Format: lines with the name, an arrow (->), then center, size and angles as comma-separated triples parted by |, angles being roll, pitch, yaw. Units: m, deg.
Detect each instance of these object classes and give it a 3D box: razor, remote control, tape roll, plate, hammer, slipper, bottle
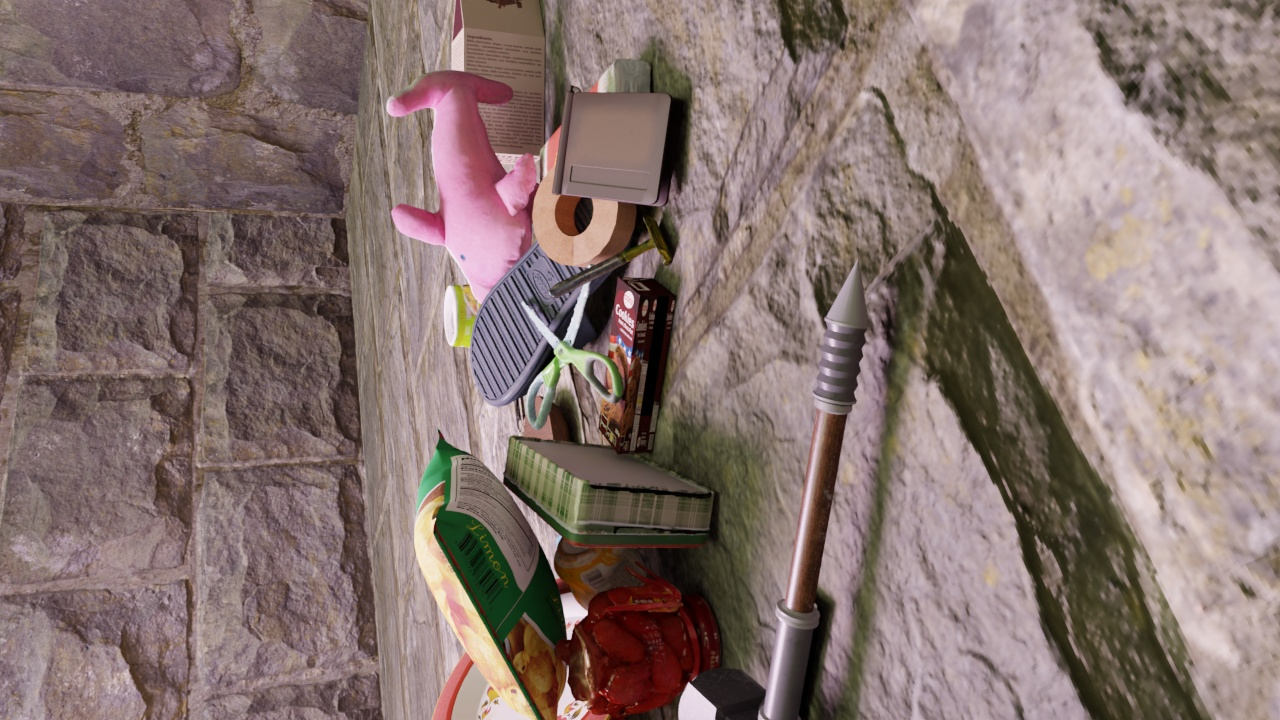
razor -> -0.028, -0.078, 0.759 | 0.026, 0.106, 0.042 | 54, -168, -53
remote control -> 0.095, 0.199, 0.572 | 0.028, 0.011, 0.124 | -140, 53, -61
tape roll -> -0.050, -0.128, 0.798 | 0.094, 0.027, 0.094 | 0, 91, 35
plate -> -0.090, 0.285, 0.815 | 0.021, 0.229, 0.230 | 54, 171, -25
hammer -> 0.094, 0.107, 0.513 | 0.156, 0.043, 0.322 | 26, 113, 55
slipper -> -0.078, -0.060, 0.894 | 0.264, 0.082, 0.101 | -50, 62, 30
bottle -> -0.004, 0.207, 0.680 | 0.099, 0.111, 0.099 | 178, 90, -68
bottle -> -0.024, 0.182, 0.754 | 0.108, 0.063, 0.063 | 59, 170, -26

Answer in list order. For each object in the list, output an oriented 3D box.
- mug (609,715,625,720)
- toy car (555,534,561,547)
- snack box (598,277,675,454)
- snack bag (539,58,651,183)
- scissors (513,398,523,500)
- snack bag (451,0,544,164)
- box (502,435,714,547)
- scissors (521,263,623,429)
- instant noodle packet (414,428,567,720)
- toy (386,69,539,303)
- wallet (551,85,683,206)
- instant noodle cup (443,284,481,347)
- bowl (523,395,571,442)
mug -> -0.056, 0.355, 0.810 | 0.116, 0.096, 0.080 | -161, 59, -68
toy car -> -0.056, 0.140, 0.913 | 0.108, 0.027, 0.060 | -58, 38, 37
snack box -> -0.005, 0.005, 0.778 | 0.051, 0.031, 0.141 | -134, 48, -59
snack bag -> -0.048, -0.202, 0.867 | 0.226, 0.041, 0.077 | 160, 109, -67
scissors -> -0.156, 0.099, 1.165 | 0.169, 0.012, 0.133 | 60, 142, 45
snack bag -> -0.168, -0.341, 1.077 | 0.070, 0.094, 0.206 | -172, 82, -67
box -> -0.033, 0.104, 0.743 | 0.206, 0.117, 0.050 | 15, 95, 65
scissors -> -0.068, -0.008, 0.812 | 0.171, 0.021, 0.172 | 45, 128, 44
instant noodle packet -> -0.122, 0.174, 0.751 | 0.195, 0.090, 0.252 | 65, 174, -15
toy -> -0.163, -0.187, 0.981 | 0.128, 0.186, 0.265 | -9, 97, 52
wallet -> -0.023, -0.177, 0.751 | 0.116, 0.018, 0.091 | 14, 99, 34
instant noodle cup -> -0.171, -0.052, 1.079 | 0.099, 0.107, 0.099 | 178, 90, -68
bowl -> -0.100, 0.096, 1.010 | 0.118, 0.030, 0.118 | 179, 90, -67
